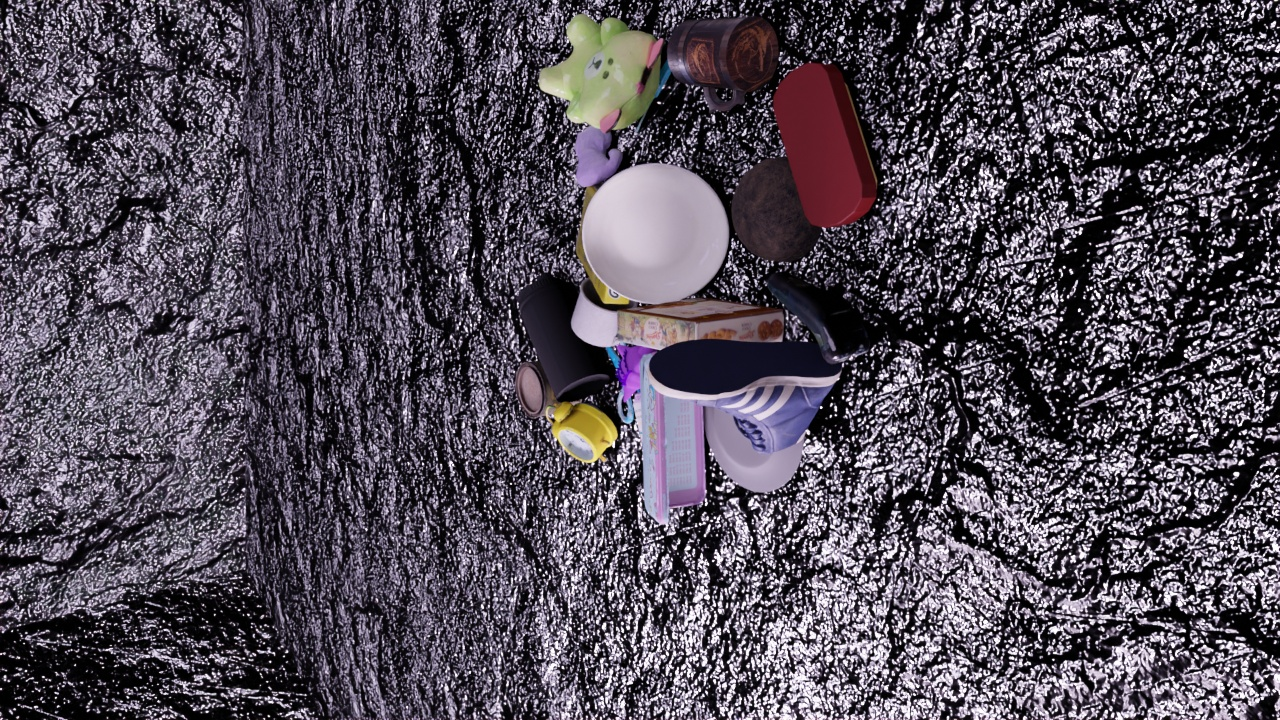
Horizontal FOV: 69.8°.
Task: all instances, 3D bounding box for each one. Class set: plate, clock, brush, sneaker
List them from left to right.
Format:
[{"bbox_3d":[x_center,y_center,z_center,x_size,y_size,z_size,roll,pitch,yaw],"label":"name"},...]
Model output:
[{"bbox_3d":[-0.093,0.103,1.387,0.119,0.057,0.083,31,146,13],"label":"clock"},{"bbox_3d":[0.019,-0.161,1.152,0.034,0.182,0.183,-86,8,-63],"label":"plate"},{"bbox_3d":[0.102,0.047,1.018,0.091,0.232,0.119,59,145,41],"label":"sneaker"},{"bbox_3d":[0.135,0.079,1.153,0.179,0.012,0.178,15,110,50],"label":"plate"},{"bbox_3d":[0.200,-0.228,0.975,0.082,0.041,0.173,-25,78,52],"label":"brush"}]

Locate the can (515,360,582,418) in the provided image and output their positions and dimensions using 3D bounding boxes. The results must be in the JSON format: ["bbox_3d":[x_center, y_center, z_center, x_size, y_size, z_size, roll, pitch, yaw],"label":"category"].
[{"bbox_3d":[-0.146,0.042,1.461,0.090,0.074,0.090,16,110,51],"label":"can"}]

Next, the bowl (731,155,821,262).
[{"bbox_3d":[0.145,-0.171,1.047,0.121,0.056,0.121,15,110,50],"label":"bowl"}]

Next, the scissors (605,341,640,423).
[{"bbox_3d":[-0.012,0.022,1.336,0.118,0.013,0.140,-7,91,53],"label":"scissors"}]

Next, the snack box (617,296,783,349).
[{"bbox_3d":[0.071,-0.043,1.101,0.147,0.142,0.041,13,109,51],"label":"snack box"}]

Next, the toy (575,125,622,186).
[{"bbox_3d":[-0.060,-0.293,1.293,0.080,0.036,0.099,-17,61,32],"label":"toy"}]

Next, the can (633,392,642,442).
[{"bbox_3d":[0.025,0.090,1.264,0.055,0.054,0.101,-19,82,53],"label":"can"}]

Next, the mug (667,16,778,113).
[{"bbox_3d":[0.098,-0.340,1.067,0.107,0.079,0.116,25,143,49],"label":"mug"}]

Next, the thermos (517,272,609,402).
[{"bbox_3d":[-0.126,-0.042,1.406,0.086,0.086,0.198,-47,61,47],"label":"thermos"}]

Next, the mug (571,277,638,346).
[{"bbox_3d":[-0.044,-0.061,1.300,0.113,0.084,0.071,47,135,30],"label":"mug"}]

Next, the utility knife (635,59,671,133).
[{"bbox_3d":[0.024,-0.363,1.199,0.167,0.015,0.022,124,149,-45],"label":"utility knife"}]

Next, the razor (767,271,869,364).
[{"bbox_3d":[0.192,-0.049,1.024,0.151,0.053,0.067,46,140,43],"label":"razor"}]

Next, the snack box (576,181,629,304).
[{"bbox_3d":[-0.045,-0.168,1.272,0.180,0.045,0.121,-120,36,-58],"label":"snack box"}]

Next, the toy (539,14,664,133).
[{"bbox_3d":[-0.041,-0.372,1.207,0.197,0.107,0.150,44,109,37],"label":"toy"}]

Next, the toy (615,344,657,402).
[{"bbox_3d":[-0.007,0.008,1.250,0.088,0.056,0.106,-87,18,-59],"label":"toy"}]

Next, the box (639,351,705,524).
[{"bbox_3d":[0.049,0.095,1.183,0.091,0.090,0.214,-154,61,-71],"label":"box"}]
